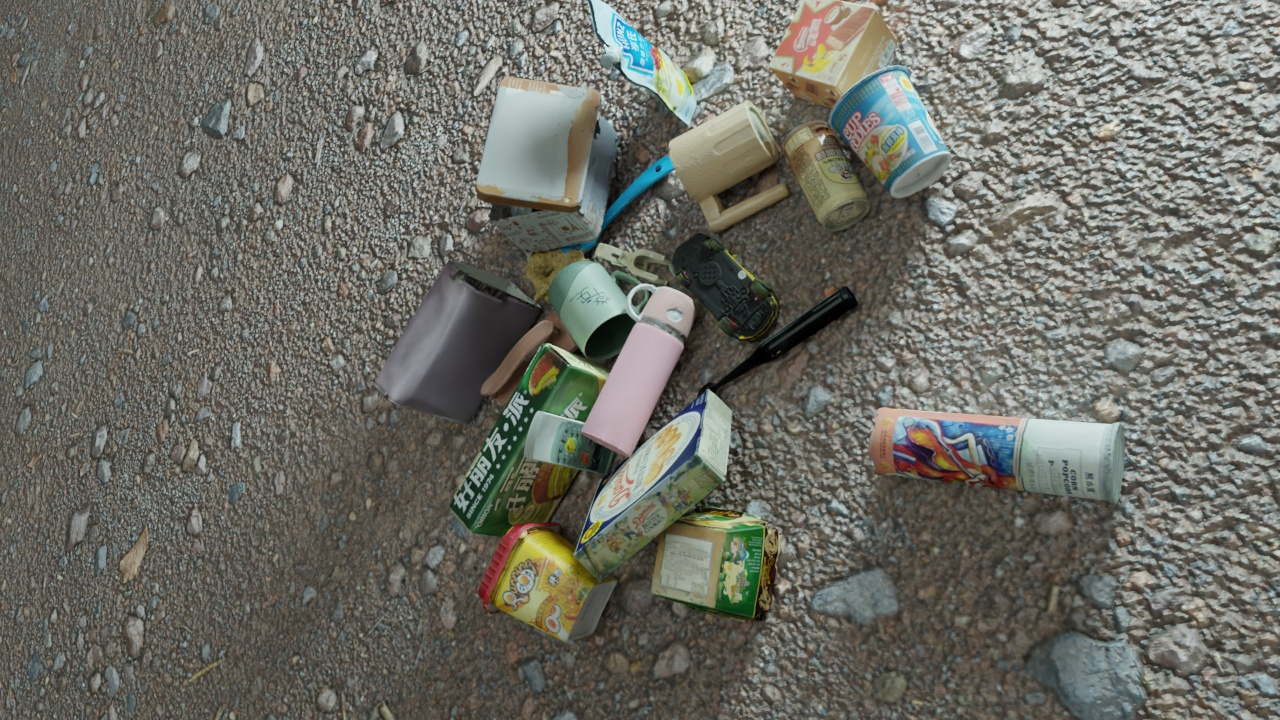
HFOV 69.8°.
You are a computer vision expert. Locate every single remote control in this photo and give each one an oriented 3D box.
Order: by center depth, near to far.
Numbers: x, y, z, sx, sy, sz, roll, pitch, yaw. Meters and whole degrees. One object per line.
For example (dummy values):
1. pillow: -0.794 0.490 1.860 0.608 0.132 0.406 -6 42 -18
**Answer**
1. remote control: -0.079 0.099 1.082 0.019 0.135 0.056 14 85 42

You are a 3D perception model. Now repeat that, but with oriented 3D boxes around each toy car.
1. toy car: 0.097 -0.087 1.067 0.071 0.041 0.156 -49 59 14

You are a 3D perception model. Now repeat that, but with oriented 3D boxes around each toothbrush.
1. toothbrush: 0.147 -0.014 1.028 0.213 0.026 0.027 -35 27 23

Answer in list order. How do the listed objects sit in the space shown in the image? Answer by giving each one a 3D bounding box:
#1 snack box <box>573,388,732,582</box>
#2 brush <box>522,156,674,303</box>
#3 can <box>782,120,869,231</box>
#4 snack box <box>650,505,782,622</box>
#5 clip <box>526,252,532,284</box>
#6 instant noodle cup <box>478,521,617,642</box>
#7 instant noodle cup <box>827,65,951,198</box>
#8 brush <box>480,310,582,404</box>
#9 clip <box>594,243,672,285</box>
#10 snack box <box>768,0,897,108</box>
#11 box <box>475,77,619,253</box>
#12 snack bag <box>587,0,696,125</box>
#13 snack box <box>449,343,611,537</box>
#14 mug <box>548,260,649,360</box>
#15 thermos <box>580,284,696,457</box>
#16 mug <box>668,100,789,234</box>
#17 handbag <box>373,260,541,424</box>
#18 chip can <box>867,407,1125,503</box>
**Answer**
1. snack box: 0.018 0.130 0.995 0.183 0.177 0.046 -42 99 18
2. brush: -0.054 -0.172 1.189 0.255 0.046 0.083 -42 53 13
3. can: 0.204 -0.205 1.014 0.059 0.058 0.116 -31 64 24
4. snack box: 0.072 0.214 0.974 0.118 0.105 0.118 3 80 34
5. clip: -0.144 -0.133 1.250 0.024 0.027 0.056 -7 85 34
6. instant noodle cup: -0.105 0.264 1.083 0.124 0.116 0.116 26 93 23
7. instant noodle cup: 0.268 -0.235 0.964 0.099 0.099 0.110 -36 69 22
8. brush: -0.143 0.003 1.186 0.146 0.073 0.063 -42 60 20
9. clip: -0.002 -0.120 1.153 0.104 0.076 0.034 18 90 45
10. snack box: 0.215 -0.342 1.028 0.094 0.077 0.093 31 96 35
11. box: -0.122 -0.254 1.156 0.149 0.158 0.181 -8 58 32
12. snack bag: 0.000 -0.360 1.105 0.039 0.190 0.110 -18 69 30
13. snack box: -0.125 0.104 1.123 0.063 0.114 0.240 38 100 39
14. mug: -0.047 -0.072 1.142 0.111 0.082 0.106 -30 59 -10
15. thermos: -0.006 0.006 1.073 0.198 0.087 0.067 -65 10 -9
16. mug: 0.106 -0.227 1.079 0.104 0.084 0.124 -24 91 25
17. handbag: -0.247 -0.026 1.218 0.098 0.144 0.197 38 99 31
18. chip can: 0.327 0.085 0.857 0.215 0.071 0.071 3 80 35
